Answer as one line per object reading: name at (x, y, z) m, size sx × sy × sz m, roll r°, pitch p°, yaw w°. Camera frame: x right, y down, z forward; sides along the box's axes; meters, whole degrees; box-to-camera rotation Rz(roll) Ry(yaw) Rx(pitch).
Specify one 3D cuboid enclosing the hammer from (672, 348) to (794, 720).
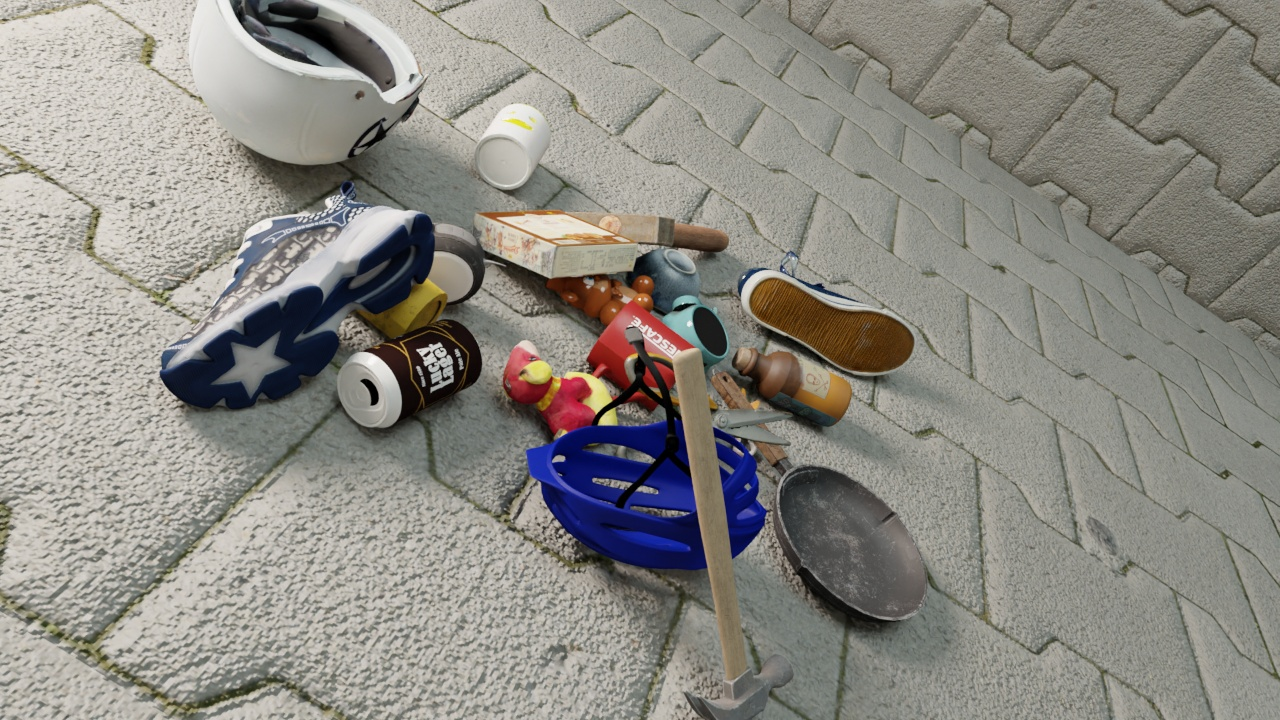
hammer at (0.066, 0.152, 0.765) m, size 0.031 × 0.331 × 0.119 m, roll 5°, pitch 19°, yaw 44°

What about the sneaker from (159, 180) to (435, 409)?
sneaker at (-0.317, -0.070, 0.811) m, size 0.132 × 0.103 × 0.268 m, roll 32°, pitch 55°, yaw 19°

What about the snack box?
snack box at (-0.103, -0.143, 1.109) m, size 0.147 × 0.041 × 0.142 m, roll 26°, pitch 24°, yaw 35°

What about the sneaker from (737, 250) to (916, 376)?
sneaker at (0.270, -0.071, 1.359) m, size 0.294 × 0.121 × 0.127 m, roll 21°, pitch 14°, yaw -17°

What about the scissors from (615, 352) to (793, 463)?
scissors at (0.069, 0.075, 0.997) m, size 0.225 × 0.016 × 0.166 m, roll 24°, pitch 77°, yaw -22°

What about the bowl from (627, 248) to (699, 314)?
bowl at (0.040, -0.114, 1.234) m, size 0.110 × 0.055 × 0.110 m, roll 23°, pitch 35°, yaw -18°

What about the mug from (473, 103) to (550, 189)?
mug at (-0.172, -0.289, 1.240) m, size 0.082 × 0.083 × 0.106 m, roll 28°, pitch 36°, yaw -11°

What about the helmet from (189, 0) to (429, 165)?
helmet at (-0.375, -0.314, 1.024) m, size 0.236 × 0.164 × 0.263 m, roll 34°, pitch 27°, yaw -9°

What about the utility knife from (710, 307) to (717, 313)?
utility knife at (0.065, -0.050, 1.213) m, size 0.157 × 0.015 × 0.022 m, roll -33°, pitch 96°, yaw -55°

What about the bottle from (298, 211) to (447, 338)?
bottle at (-0.279, -0.090, 0.918) m, size 0.164 × 0.071 × 0.070 m, roll 38°, pitch 34°, yaw 4°

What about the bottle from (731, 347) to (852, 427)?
bottle at (0.190, 0.026, 1.180) m, size 0.157 × 0.068 × 0.067 m, roll 25°, pitch 35°, yaw -15°

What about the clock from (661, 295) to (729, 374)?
clock at (0.072, -0.034, 1.151) m, size 0.090 × 0.053 × 0.124 m, roll 48°, pitch 37°, yaw -21°

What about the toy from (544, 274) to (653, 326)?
toy at (-0.050, -0.084, 1.115) m, size 0.127 × 0.065 × 0.094 m, roll 20°, pitch 27°, yaw -13°

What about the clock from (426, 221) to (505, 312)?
clock at (-0.214, -0.100, 0.964) m, size 0.122 × 0.091 × 0.043 m, roll 24°, pitch 35°, yaw -26°

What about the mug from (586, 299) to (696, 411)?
mug at (-0.006, 0.006, 1.034) m, size 0.096 × 0.081 × 0.116 m, roll 37°, pitch 63°, yaw 3°

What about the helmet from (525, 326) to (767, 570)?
helmet at (0.022, 0.081, 0.827) m, size 0.241 × 0.228 × 0.147 m, roll 6°, pitch 27°, yaw -17°

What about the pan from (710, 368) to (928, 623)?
pan at (0.185, 0.149, 1.052) m, size 0.207 × 0.040 × 0.357 m, roll -11°, pitch 54°, yaw -47°

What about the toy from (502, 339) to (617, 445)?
toy at (-0.082, 0.043, 0.942) m, size 0.137 × 0.067 × 0.105 m, roll 31°, pitch 35°, yaw -29°

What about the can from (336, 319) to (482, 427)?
can at (-0.210, 0.010, 0.851) m, size 0.072 × 0.072 × 0.128 m, roll 43°, pitch 35°, yaw 11°

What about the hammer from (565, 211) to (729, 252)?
hammer at (0.036, -0.175, 1.281) m, size 0.158 × 0.037 × 0.300 m, roll 8°, pitch 7°, yaw 33°

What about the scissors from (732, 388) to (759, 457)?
scissors at (0.128, 0.077, 1.115) m, size 0.084 × 0.012 × 0.132 m, roll 45°, pitch 36°, yaw 11°
